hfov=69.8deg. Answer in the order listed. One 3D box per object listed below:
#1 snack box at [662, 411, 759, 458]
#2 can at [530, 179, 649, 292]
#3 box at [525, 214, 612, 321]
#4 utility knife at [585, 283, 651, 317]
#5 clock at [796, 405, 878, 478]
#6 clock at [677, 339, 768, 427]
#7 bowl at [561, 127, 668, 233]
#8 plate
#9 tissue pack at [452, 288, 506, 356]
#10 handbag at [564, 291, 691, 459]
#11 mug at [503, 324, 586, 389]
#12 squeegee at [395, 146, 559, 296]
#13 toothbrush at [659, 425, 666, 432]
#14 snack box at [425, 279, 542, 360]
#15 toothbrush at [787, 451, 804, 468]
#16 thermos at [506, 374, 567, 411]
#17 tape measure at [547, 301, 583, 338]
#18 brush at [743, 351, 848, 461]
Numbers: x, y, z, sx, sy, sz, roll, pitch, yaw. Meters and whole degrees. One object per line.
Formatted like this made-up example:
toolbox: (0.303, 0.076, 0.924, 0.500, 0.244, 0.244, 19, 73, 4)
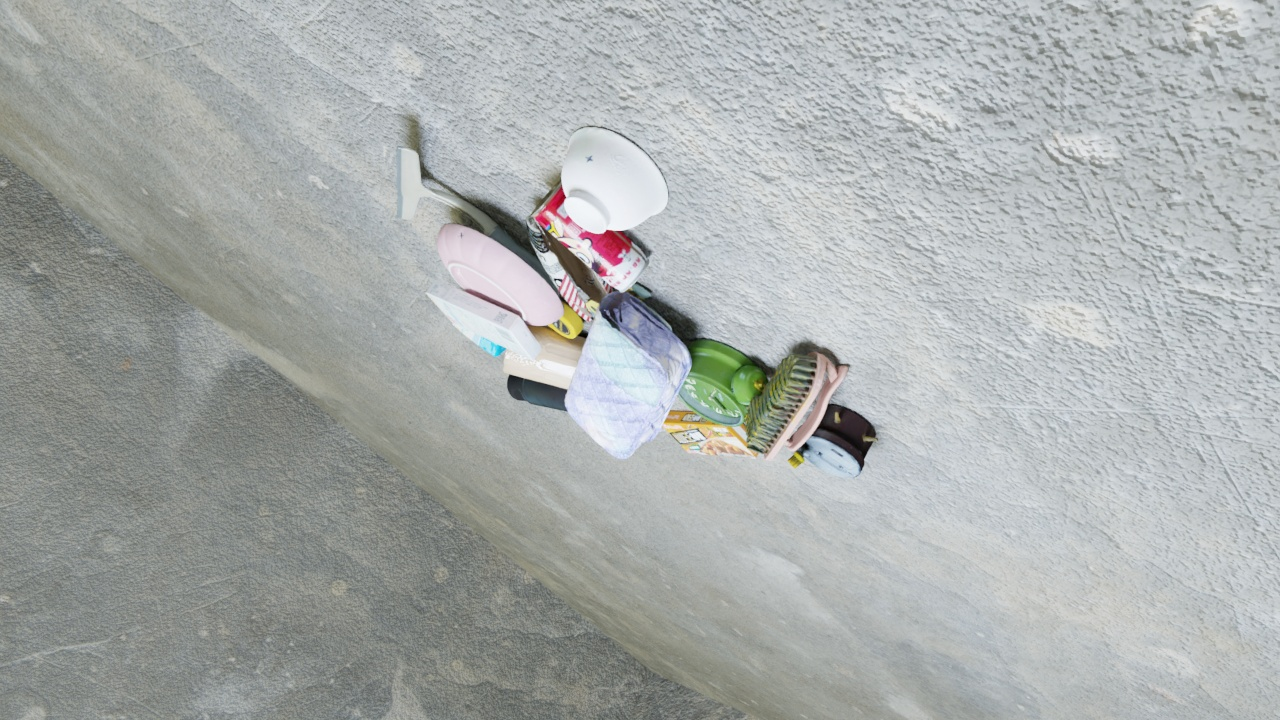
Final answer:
snack box: (0.101, 0.106, 1.325, 0.075, 0.026, 0.154, 46, 155, -25)
can: (-0.054, -0.136, 1.014, 0.132, 0.053, 0.053, 41, 157, -16)
box: (-0.079, -0.123, 1.100, 0.075, 0.077, 0.163, 50, 176, 47)
utility knife: (-0.037, -0.075, 1.170, 0.031, 0.019, 0.178, 47, 159, -14)
clock: (0.231, 0.100, 1.102, 0.082, 0.055, 0.122, 33, 158, 0)
clock: (0.110, 0.036, 1.134, 0.161, 0.056, 0.116, 19, 154, 31)
bowl: (-0.038, -0.167, 0.919, 0.118, 0.064, 0.118, 28, 157, 13)
plate: (-0.189, -0.101, 1.190, 0.192, 0.039, 0.193, 30, 163, 10)
tissue pack: (-0.224, -0.068, 1.363, 0.090, 0.063, 0.140, 37, 155, 1)
handbag: (-0.020, 0.022, 1.142, 0.134, 0.075, 0.194, 42, 137, 15)
mug: (-0.133, -0.008, 1.331, 0.103, 0.084, 0.124, 16, -179, 2)
squeegee: (-0.197, -0.164, 1.168, 0.246, 0.039, 0.247, 35, 163, -6)
toothbrush: (0.004, 0.119, 1.489, 0.190, 0.029, 0.020, 146, 111, -67)
snack box: (-0.212, -0.055, 1.243, 0.157, 0.026, 0.085, 25, 162, 28)
toothbrush: (0.196, 0.125, 1.157, 0.015, 0.016, 0.190, 48, -177, 11)
thermos: (-0.126, 0.037, 1.444, 0.243, 0.068, 0.090, 7, 123, 48)
tape measure: (-0.104, -0.058, 1.265, 0.057, 0.028, 0.060, 35, 158, 12)
brush: (0.174, 0.047, 1.030, 0.073, 0.063, 0.146, 17, 131, -12)
